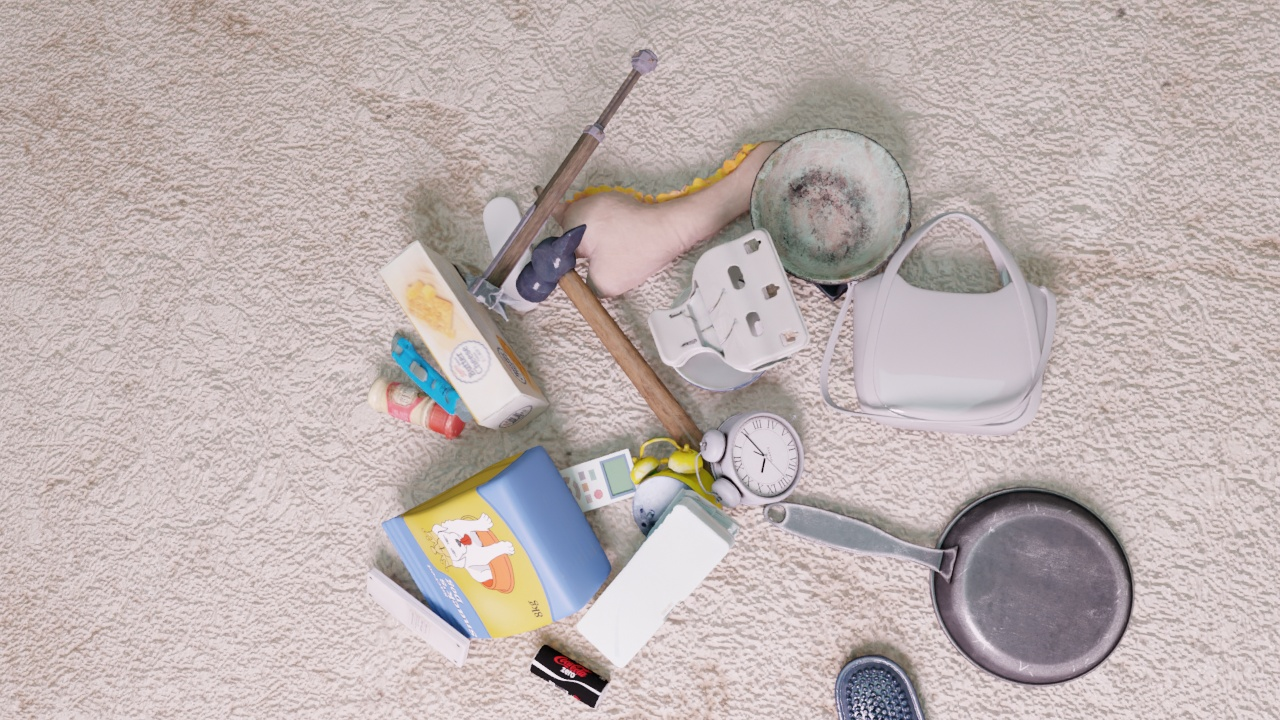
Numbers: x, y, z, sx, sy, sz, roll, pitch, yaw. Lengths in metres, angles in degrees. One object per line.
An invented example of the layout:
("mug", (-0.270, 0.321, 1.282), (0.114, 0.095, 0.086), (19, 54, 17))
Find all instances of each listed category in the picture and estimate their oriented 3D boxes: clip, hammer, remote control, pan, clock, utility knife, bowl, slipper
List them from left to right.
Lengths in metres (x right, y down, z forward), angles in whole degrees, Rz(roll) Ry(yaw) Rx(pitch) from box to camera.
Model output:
("remote control", (-0.239, 0.274, 0.982), (0.136, 0.050, 0.011), (33, 46, 14))
("utility knife", (-0.230, 0.020, 1.001), (0.179, 0.015, 0.031), (35, 105, 36))
("remote control", (-0.144, -0.120, 1.036), (0.043, 0.013, 0.136), (-19, 79, 8))
("hammer", (-0.080, -0.192, 0.953), (0.028, 0.147, 0.316), (36, 87, -30))
("remote control", (-0.070, 0.139, 0.977), (0.143, 0.024, 0.049), (-19, 82, 9))
("hammer", (-0.006, 0.006, 0.951), (0.040, 0.130, 0.321), (-35, 87, -36))
("clock", (0.034, 0.134, 0.922), (0.083, 0.057, 0.119), (-17, 98, 32))
("bowl", (0.086, -0.023, 0.950), (0.118, 0.062, 0.118), (-2, 82, 10))
("clip", (0.085, -0.043, 0.901), (0.153, 0.096, 0.126), (-27, 75, 28))
("clock", (0.108, 0.099, 0.909), (0.122, 0.035, 0.094), (-13, 85, -28))
("bowl", (0.188, -0.151, 0.924), (0.157, 0.038, 0.157), (0, 85, 5))
("slipper", (0.246, 0.409, 0.845), (0.101, 0.082, 0.263), (-20, 78, 10))
("pan", (0.293, 0.194, 0.889), (0.357, 0.055, 0.187), (15, 85, 9))

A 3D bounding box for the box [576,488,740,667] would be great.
("box", (0.013, 0.215, 0.897), (0.083, 0.066, 0.199), (28, 117, -12))

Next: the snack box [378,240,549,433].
("snack box", (-0.187, -0.023, 0.983), (0.057, 0.104, 0.208), (-37, 77, 4))

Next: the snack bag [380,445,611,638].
("snack bag", (-0.157, 0.199, 0.936), (0.206, 0.102, 0.159), (-26, 96, 27))

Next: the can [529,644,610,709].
("can", (-0.073, 0.326, 0.946), (0.080, 0.031, 0.031), (26, 87, 14))

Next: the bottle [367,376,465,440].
("bottle", (-0.247, 0.052, 1.017), (0.109, 0.044, 0.044), (18, 85, 14))

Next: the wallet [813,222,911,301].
("wallet", (0.210, -0.129, 0.958), (0.115, 0.026, 0.089), (-43, 76, 2))

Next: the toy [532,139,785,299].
("toy", (0.033, -0.177, 0.984), (0.264, 0.065, 0.196), (-35, 80, 3))

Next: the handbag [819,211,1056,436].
("handbag", (0.291, -0.043, 0.897), (0.216, 0.095, 0.222), (4, 80, 10))
